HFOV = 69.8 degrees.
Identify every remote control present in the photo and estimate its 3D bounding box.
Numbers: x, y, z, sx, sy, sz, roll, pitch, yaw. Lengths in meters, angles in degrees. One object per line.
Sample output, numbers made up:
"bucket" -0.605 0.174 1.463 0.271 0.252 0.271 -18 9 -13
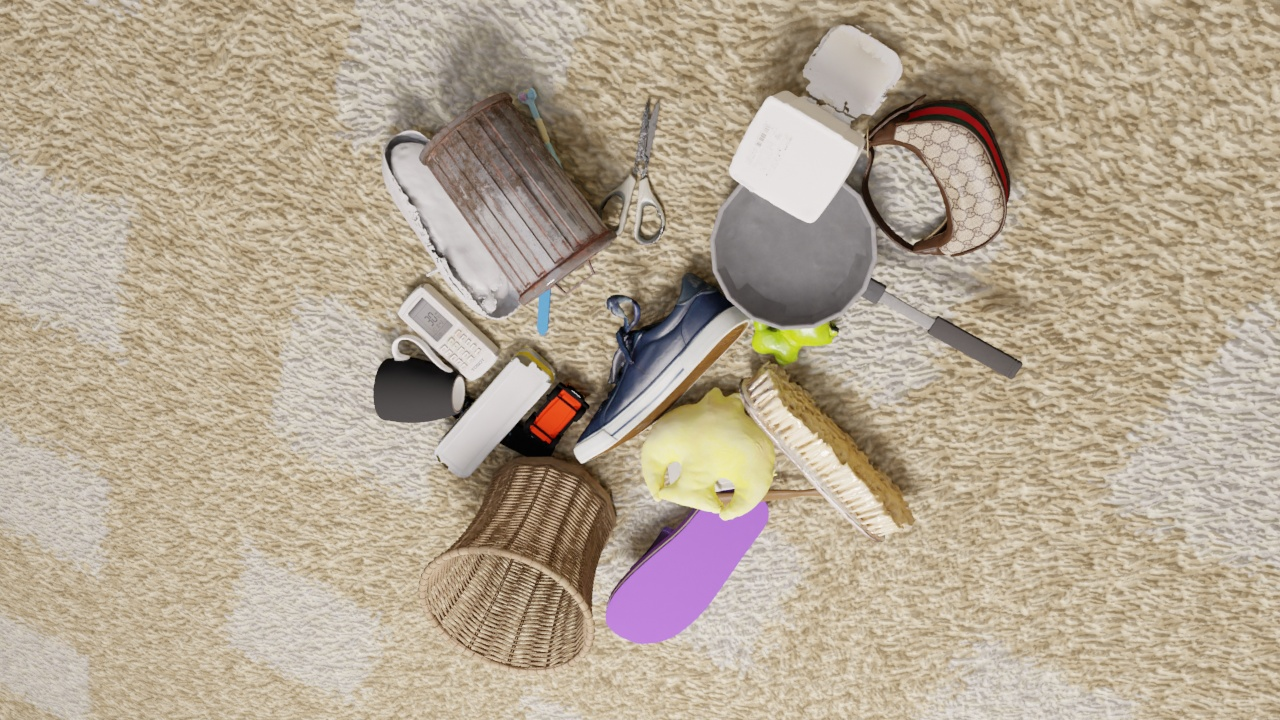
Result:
"remote control" -0.246 -0.037 1.183 0.138 0.025 0.060 44 120 -10
"remote control" -0.186 0.091 1.239 0.152 0.020 0.041 27 121 1

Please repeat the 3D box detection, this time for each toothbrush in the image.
"toothbrush" -0.101 -0.232 1.043 0.022 0.016 0.155 -16 112 14
"toothbrush" 0.171 0.169 1.160 0.167 0.016 0.016 -5 101 3
"toothbrush" -0.116 -0.103 1.118 0.016 0.014 0.167 13 121 9

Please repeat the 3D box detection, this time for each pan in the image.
"pan" 0.243 -0.079 0.987 0.357 0.041 0.179 30 111 6

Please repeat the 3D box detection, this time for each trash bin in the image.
"trash bin" -0.129 -0.168 1.006 0.131 0.130 0.211 -33 96 28

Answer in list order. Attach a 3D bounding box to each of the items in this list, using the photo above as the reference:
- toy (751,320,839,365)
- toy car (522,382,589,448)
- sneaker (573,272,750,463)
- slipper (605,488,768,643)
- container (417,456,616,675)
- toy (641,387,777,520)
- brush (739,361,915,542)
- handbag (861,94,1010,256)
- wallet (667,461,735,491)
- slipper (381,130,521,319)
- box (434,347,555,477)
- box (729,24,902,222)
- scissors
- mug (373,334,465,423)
"toy" 0.177 -0.035 1.061 0.094 0.036 0.094 26 127 8
"toy car" -0.108 0.069 1.188 0.051 0.048 0.100 39 120 -6
"sneaker" -0.007 0.006 1.109 0.127 0.120 0.295 49 119 14
"slipper" 0.063 0.261 1.232 0.107 0.084 0.267 38 100 -8
"container" -0.146 0.261 1.204 0.227 0.195 0.227 7 126 10
"toy" 0.086 0.110 1.109 0.171 0.154 0.064 13 165 24
"brush" 0.222 0.113 1.099 0.057 0.083 0.271 -38 102 28
"handbag" 0.295 -0.184 0.936 0.139 0.063 0.166 -16 116 34
"wallet" 0.086 0.126 1.158 0.116 0.032 0.086 -17 78 23
"slipper" -0.224 -0.154 1.088 0.112 0.074 0.247 -35 108 -3
"box" -0.194 0.071 1.205 0.064 0.033 0.210 42 112 -4
"box" 0.176 -0.236 0.903 0.110 0.083 0.191 34 107 6
"scissors" 0.008 -0.204 1.031 0.131 0.012 0.170 41 119 -10
"mug" -0.286 0.025 1.197 0.100 0.084 0.119 3 109 9
